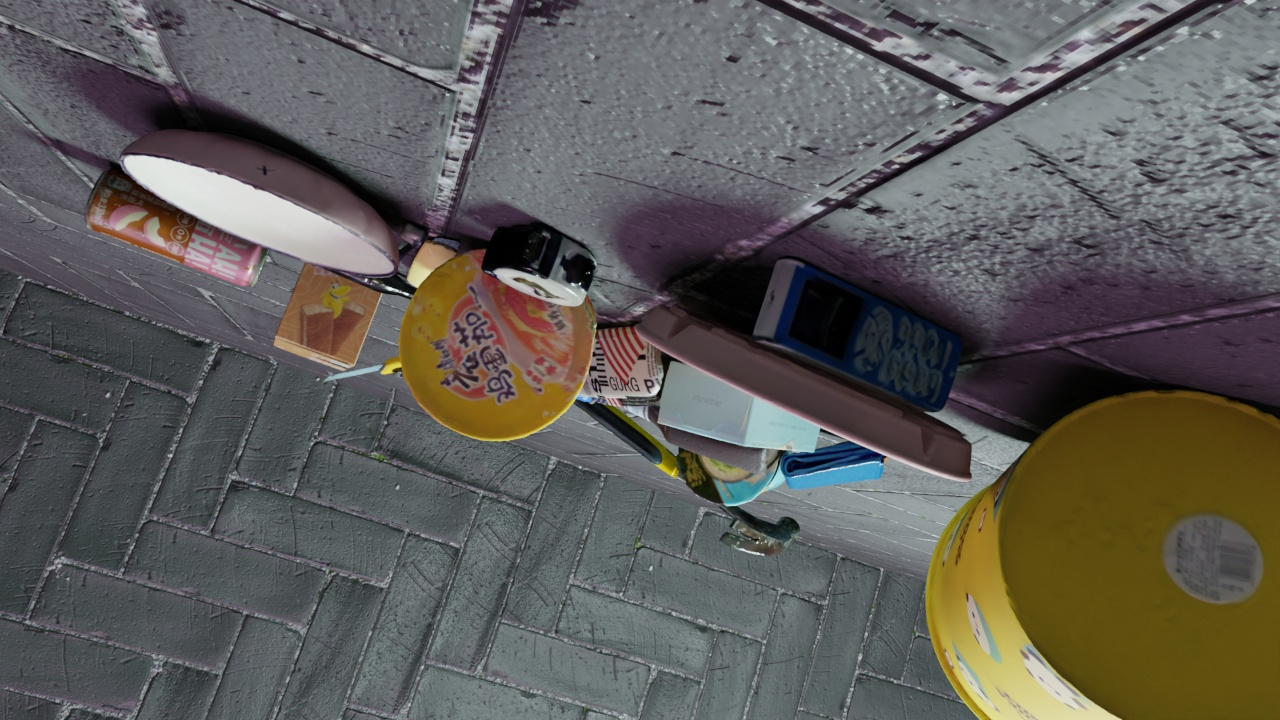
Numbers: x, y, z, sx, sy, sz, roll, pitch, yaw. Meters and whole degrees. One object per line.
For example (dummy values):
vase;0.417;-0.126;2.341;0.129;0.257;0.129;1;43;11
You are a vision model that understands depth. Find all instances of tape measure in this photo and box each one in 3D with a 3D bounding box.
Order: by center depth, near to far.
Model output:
tape measure;-0.064;-0.062;0.609;0.066;0.033;0.066;26;168;-33

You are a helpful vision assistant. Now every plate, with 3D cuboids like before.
plate;0.105;0.015;0.587;0.229;0.028;0.229;23;-175;-2
plate;-0.259;-0.114;0.649;0.192;0.039;0.192;17;169;3

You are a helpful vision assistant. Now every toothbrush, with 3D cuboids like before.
toothbrush;-0.199;-0.087;0.748;0.018;0.015;0.181;28;166;-19
toothbrush;-0.242;-0.076;0.849;0.212;0.026;0.027;25;-158;-37

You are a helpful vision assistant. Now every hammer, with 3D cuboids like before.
hammer;0.029;0.111;1.028;0.323;0.032;0.126;36;-166;19

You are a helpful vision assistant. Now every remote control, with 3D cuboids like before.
remote control;0.123;-0.012;0.515;0.125;0.049;0.024;22;171;-20

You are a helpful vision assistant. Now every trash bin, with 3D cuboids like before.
trash bin;0.307;0.144;0.582;0.230;0.229;0.255;14;163;19

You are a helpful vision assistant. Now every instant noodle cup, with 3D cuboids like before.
instant noodle cup;-0.103;-0.008;0.702;0.138;0.138;0.110;18;177;1
instant noodle cup;0.110;0.099;0.968;0.111;0.111;0.120;13;176;26

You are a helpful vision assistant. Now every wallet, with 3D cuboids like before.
wallet;0.193;0.102;0.908;0.106;0.040;0.133;-12;165;9

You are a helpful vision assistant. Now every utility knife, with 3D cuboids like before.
utility knife;-0.171;-0.076;0.751;0.031;0.018;0.168;17;171;-18
utility knife;-0.214;-0.001;0.924;0.209;0.015;0.033;-13;166;-13

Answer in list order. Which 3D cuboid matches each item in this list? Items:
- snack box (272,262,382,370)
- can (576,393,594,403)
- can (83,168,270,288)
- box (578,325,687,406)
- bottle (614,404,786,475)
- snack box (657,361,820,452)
snack box;-0.308;-0.048;0.905;0.077;0.094;0.093;22;169;-20
can;-0.100;-0.004;0.898;0.134;0.053;0.053;21;169;-15
can;-0.412;-0.118;0.826;0.147;0.058;0.058;22;169;-22
box;-0.001;0.007;0.813;0.087;0.076;0.163;-3;179;-32
bottle;0.047;0.052;0.895;0.195;0.079;0.044;18;126;27
snack box;0.087;0.040;0.744;0.074;0.051;0.174;12;179;29
